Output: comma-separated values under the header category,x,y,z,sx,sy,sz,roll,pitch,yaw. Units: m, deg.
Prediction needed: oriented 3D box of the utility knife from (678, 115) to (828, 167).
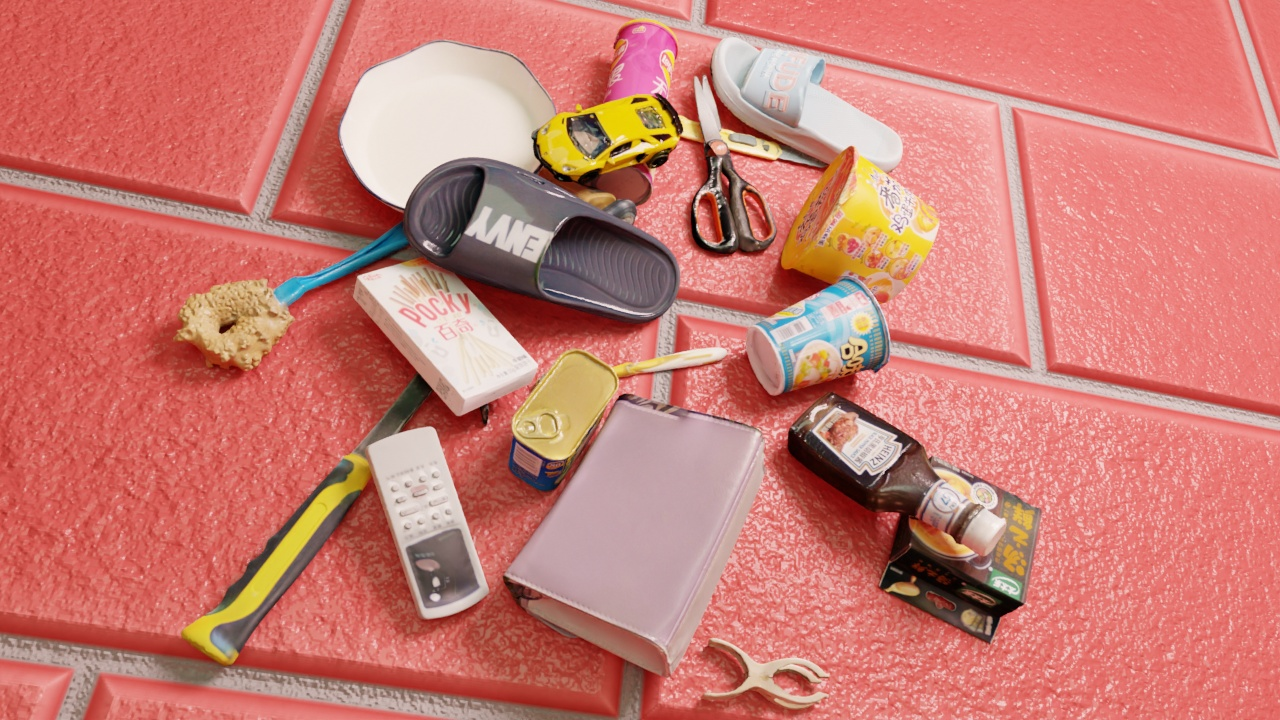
category,x,y,z,sx,sy,sz,roll,pitch,yaw
utility knife,0.114,-0.244,1.027,0.210,0.022,0.030,15,64,-10

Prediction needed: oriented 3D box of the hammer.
category,x,y,z,sx,sy,sz,roll,pitch,yaw
hammer,-0.239,0.100,0.750,0.126,0.032,0.322,30,60,5

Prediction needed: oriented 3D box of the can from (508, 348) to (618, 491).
category,x,y,z,sx,sy,sz,roll,pitch,yaw
can,-0.068,0.053,0.783,0.057,0.083,0.101,32,60,6

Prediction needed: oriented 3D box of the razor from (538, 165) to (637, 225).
category,x,y,z,sx,sy,sz,roll,pitch,yaw
razor,-0.084,-0.164,0.916,0.167,0.062,0.067,30,36,10

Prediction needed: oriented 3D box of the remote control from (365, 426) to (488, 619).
category,x,y,z,sx,sy,sz,roll,pitch,yaw
remote control,-0.170,0.129,0.732,0.058,0.021,0.150,-17,83,-27

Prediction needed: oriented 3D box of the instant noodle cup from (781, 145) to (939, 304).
category,x,y,z,sx,sy,sz,roll,pitch,yaw
instant noodle cup,0.223,-0.128,0.924,0.110,0.138,0.137,28,60,-6

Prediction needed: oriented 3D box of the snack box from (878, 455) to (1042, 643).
category,x,y,z,sx,sy,sz,roll,pitch,yaw
snack box,0.290,0.168,0.826,0.113,0.053,0.125,26,55,2

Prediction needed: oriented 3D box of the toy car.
category,x,y,z,sx,sy,sz,roll,pitch,yaw
toy car,-0.029,-0.212,0.871,0.155,0.041,0.071,-23,77,-31

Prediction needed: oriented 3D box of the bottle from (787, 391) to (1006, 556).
category,x,y,z,sx,sy,sz,roll,pitch,yaw
bottle,0.224,0.102,0.807,0.079,0.044,0.195,-38,54,-25

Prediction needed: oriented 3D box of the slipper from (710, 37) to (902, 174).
category,x,y,z,sx,sy,sz,roll,pitch,yaw
slipper,0.187,-0.290,1.025,0.245,0.074,0.103,31,53,4

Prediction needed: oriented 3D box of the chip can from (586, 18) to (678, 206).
category,x,y,z,sx,sy,sz,roll,pitch,yaw
chip can,-0.007,-0.264,0.974,0.071,0.072,0.210,12,60,-6

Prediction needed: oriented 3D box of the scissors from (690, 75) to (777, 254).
category,x,y,z,sx,sy,sz,roll,pitch,yaw
scissors,0.072,-0.214,0.985,0.141,0.022,0.235,-26,75,-21

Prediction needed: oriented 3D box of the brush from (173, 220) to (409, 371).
category,x,y,z,sx,sy,sz,roll,pitch,yaw
brush,-0.294,-0.072,0.831,0.083,0.046,0.254,43,58,16

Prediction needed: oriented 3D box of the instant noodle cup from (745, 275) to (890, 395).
category,x,y,z,sx,sy,sz,roll,pitch,yaw
instant noodle cup,0.164,-0.017,0.872,0.109,0.099,0.099,-20,68,-14

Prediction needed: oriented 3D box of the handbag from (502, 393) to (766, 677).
category,x,y,z,sx,sy,sz,roll,pitch,yaw
handbag,0.001,0.134,0.747,0.145,0.099,0.196,21,59,18

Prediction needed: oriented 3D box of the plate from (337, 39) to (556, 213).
category,x,y,z,sx,sy,sz,roll,pitch,yaw
plate,-0.184,-0.218,0.891,0.205,0.046,0.204,1,67,-2

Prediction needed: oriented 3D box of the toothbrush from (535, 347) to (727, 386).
category,x,y,z,sx,sy,sz,roll,pitch,yaw
toothbrush,-0.005,0.005,0.861,0.191,0.018,0.016,-9,66,-17

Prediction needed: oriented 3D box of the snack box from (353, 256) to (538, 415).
category,x,y,z,sx,sy,sz,roll,pitch,yaw
snack box,-0.170,-0.026,0.800,0.084,0.027,0.157,-26,65,-42

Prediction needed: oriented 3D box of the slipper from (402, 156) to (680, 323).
category,x,y,z,sx,sy,sz,roll,pitch,yaw
slipper,-0.074,-0.104,0.823,0.268,0.083,0.110,18,91,-22

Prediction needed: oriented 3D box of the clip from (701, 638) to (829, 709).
category,x,y,z,sx,sy,sz,roll,pitch,yaw
clip,0.101,0.257,0.744,0.100,0.035,0.071,8,61,1
